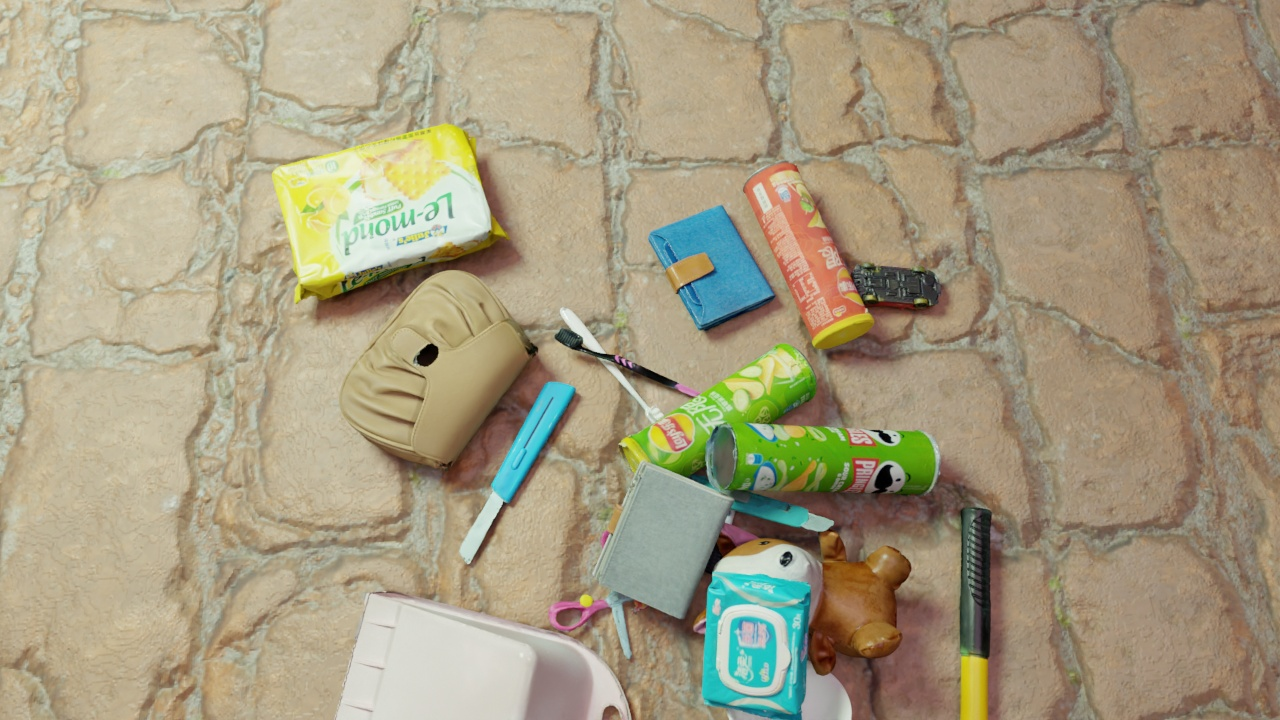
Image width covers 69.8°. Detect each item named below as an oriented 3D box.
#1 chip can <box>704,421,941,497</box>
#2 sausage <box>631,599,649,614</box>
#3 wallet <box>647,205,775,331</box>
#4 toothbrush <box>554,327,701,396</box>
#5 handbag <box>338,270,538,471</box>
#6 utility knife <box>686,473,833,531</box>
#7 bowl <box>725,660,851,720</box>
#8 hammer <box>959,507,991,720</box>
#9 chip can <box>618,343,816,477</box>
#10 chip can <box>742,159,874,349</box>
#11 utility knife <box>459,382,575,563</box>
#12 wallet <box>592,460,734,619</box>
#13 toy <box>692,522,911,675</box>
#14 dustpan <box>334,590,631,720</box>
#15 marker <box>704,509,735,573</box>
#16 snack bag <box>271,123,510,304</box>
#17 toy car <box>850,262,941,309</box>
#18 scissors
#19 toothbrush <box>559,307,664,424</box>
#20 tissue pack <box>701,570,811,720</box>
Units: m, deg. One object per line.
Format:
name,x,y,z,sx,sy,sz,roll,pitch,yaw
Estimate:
chip can,0.188,0.102,0.943,0.235,0.072,0.072,4,70,-18
sausage,0.038,0.199,0.953,0.020,0.020,0.155,34,68,8
wallet,0.080,-0.108,1.060,0.106,0.040,0.133,-23,73,-15
toothbrush,-0.006,0.006,1.013,0.189,0.018,0.014,23,37,-4
handbag,-0.214,0.008,0.969,0.148,0.100,0.204,34,76,5
utility knife,0.114,0.146,0.949,0.176,0.013,0.029,13,55,27
bowl,0.140,0.350,0.881,0.118,0.065,0.118,-2,30,1
hammer,0.340,0.300,0.934,0.129,0.033,0.300,9,71,-1
chip can,0.087,0.061,0.982,0.221,0.073,0.072,-31,75,-13
chip can,0.189,-0.121,1.051,0.073,0.073,0.216,-20,73,-10
utility knife,-0.134,0.116,0.980,0.034,0.018,0.218,26,73,5
wallet,0.020,0.177,0.916,0.106,0.037,0.129,23,91,4
toy,0.159,0.229,0.906,0.200,0.131,0.139,12,52,11
dustpan,-0.157,0.365,0.898,0.274,0.139,0.222,3,69,28
marker,0.093,0.164,0.976,0.022,0.018,0.130,20,71,-5
snack bag,-0.288,-0.168,1.042,0.246,0.068,0.158,-18,72,-9
toy car,0.295,-0.084,1.064,0.106,0.031,0.049,2,72,-5
scissors,-0.030,0.240,0.944,0.133,0.017,0.133,-5,71,-10
toothbrush,-0.032,0.005,1.024,0.016,0.016,0.180,-33,75,-29
tissue pack,0.107,0.263,0.847,0.093,0.050,0.133,3,98,15
